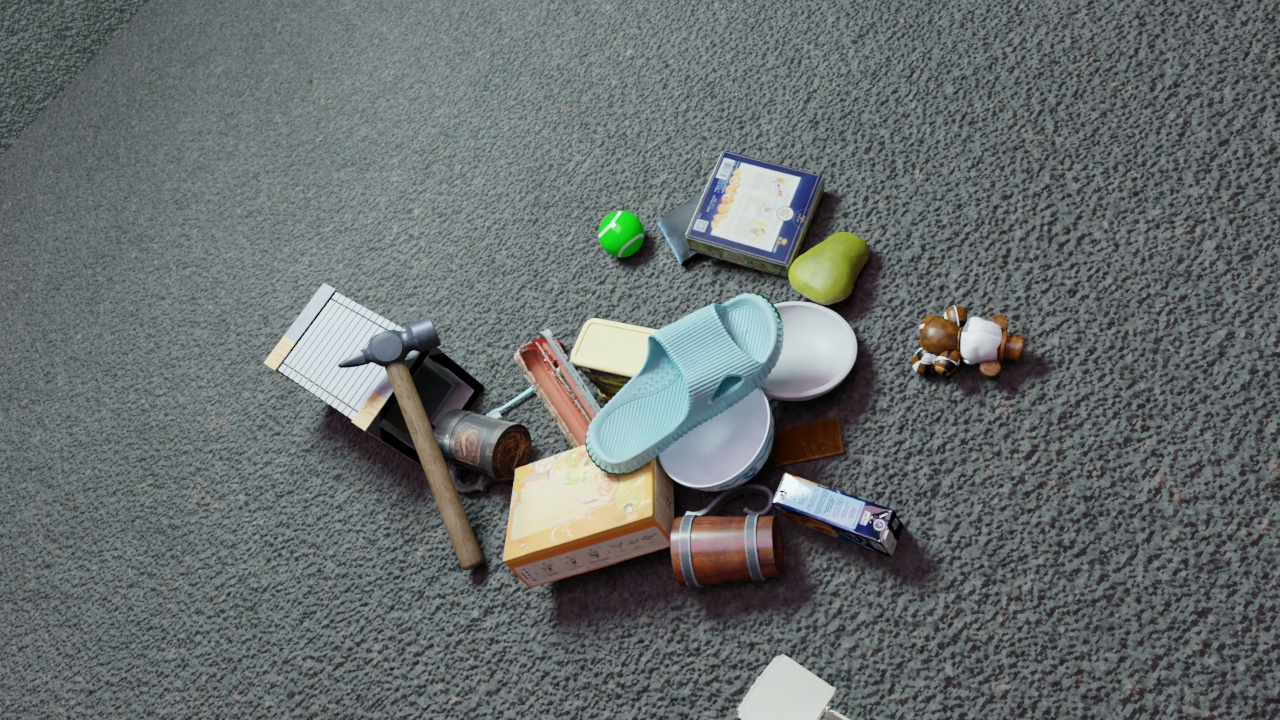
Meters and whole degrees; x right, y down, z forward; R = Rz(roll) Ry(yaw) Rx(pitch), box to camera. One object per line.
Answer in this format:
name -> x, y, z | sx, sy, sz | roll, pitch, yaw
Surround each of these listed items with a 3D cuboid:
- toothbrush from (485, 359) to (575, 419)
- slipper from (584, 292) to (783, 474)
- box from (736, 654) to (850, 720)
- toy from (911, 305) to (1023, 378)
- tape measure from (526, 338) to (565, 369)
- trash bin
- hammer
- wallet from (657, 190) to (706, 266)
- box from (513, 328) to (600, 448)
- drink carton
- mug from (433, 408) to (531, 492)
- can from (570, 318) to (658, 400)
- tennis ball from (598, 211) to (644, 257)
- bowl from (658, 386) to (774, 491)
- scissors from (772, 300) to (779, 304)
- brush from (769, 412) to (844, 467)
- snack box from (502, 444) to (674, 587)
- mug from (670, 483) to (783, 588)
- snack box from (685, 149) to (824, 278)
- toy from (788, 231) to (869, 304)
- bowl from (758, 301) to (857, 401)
toothbrush -> -0.140, 0.036, 1.269 | 0.181, 0.016, 0.016 | -34, 51, 5
slipper -> 0.045, 0.023, 1.039 | 0.276, 0.069, 0.116 | -39, 65, 3
box -> 0.175, 0.342, 0.849 | 0.143, 0.180, 0.080 | 24, 74, 26
toy -> 0.369, -0.019, 1.034 | 0.113, 0.067, 0.087 | 11, 68, 20
tape measure -> -0.137, -0.003, 1.288 | 0.059, 0.019, 0.051 | 6, 68, 35
trash bin -> -0.381, 0.020, 1.314 | 0.247, 0.142, 0.142 | 25, 76, 34
hammer -> -0.272, 0.115, 1.170 | 0.129, 0.040, 0.321 | -21, 89, -10
wallet -> 0.088, -0.191, 1.280 | 0.115, 0.026, 0.089 | -32, 56, 6
box -> -0.091, 0.049, 1.170 | 0.187, 0.056, 0.067 | 55, 135, 6
drink carton -> 0.215, 0.168, 0.999 | 0.130, 0.064, 0.040 | 16, 74, 32
mug -> -0.215, 0.129, 1.224 | 0.107, 0.079, 0.116 | 13, 96, 31
can -> -0.007, 0.007, 1.167 | 0.135, 0.104, 0.075 | 12, 69, 30
tennis ball -> -0.027, -0.179, 1.304 | 0.065, 0.065, 0.065 | -11, 59, 19
bowl -> 0.099, 0.096, 1.071 | 0.144, 0.074, 0.143 | -19, 51, 25
scissors -> 0.126, -0.001, 1.165 | 0.179, 0.015, 0.198 | -42, 55, -1
brush -> 0.174, 0.100, 1.084 | 0.126, 0.017, 0.048 | -14, 58, 18
snack box -> -0.056, 0.176, 1.098 | 0.195, 0.080, 0.144 | -20, 39, 18
mug -> 0.099, 0.195, 1.033 | 0.111, 0.081, 0.117 | -7, 52, 17
snack box -> 0.153, -0.196, 1.222 | 0.145, 0.043, 0.144 | 19, 73, 16
toy -> 0.242, -0.118, 1.150 | 0.110, 0.051, 0.090 | -44, 42, -8
bowl -> 0.185, -0.003, 1.111 | 0.149, 0.043, 0.149 | -6, 50, 7
